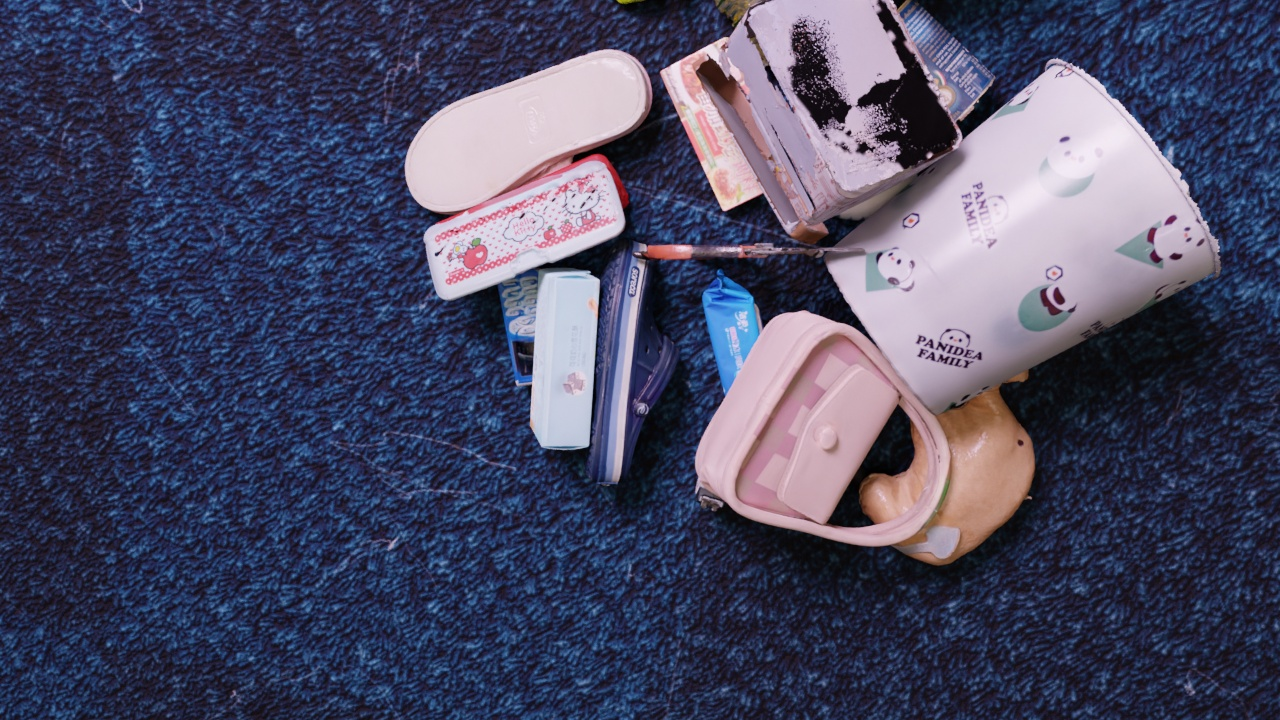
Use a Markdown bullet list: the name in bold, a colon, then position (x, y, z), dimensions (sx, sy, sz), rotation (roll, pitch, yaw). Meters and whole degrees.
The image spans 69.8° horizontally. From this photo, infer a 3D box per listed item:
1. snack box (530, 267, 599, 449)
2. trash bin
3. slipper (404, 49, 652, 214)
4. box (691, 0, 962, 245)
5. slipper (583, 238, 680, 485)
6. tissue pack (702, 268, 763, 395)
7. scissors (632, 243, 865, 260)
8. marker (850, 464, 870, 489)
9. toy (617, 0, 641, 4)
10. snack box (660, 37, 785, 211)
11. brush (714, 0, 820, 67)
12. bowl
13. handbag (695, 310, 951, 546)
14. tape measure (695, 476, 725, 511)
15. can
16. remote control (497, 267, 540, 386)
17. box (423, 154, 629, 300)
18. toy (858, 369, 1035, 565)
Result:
- **snack box**: position (-0.077, -0.004, 0.918), dimensions (0.051, 0.074, 0.175), rotation (1, 102, -16)
- **trash bin**: position (0.318, -0.094, 0.814), dimensions (0.252, 0.229, 0.229), rotation (-35, 95, 17)
- **slipper**: position (-0.114, -0.227, 0.922), dimensions (0.275, 0.054, 0.114), rotation (-21, 94, 17)
- **box**: position (0.141, -0.201, 0.806), dimensions (0.154, 0.185, 0.182), rotation (-26, 88, -15)
- **slipper**: position (-0.006, 0.005, 0.928), dimensions (0.095, 0.105, 0.253), rotation (5, 97, -15)
- **tissue pack**: position (0.101, -0.015, 0.917), dimensions (0.052, 0.095, 0.157), rotation (-14, 97, 8)
- **scissors**: position (0.095, -0.100, 0.849), dimensions (0.226, 0.188, 0.015), rotation (1, 97, 11)
- **marker**: position (0.191, 0.084, 0.961), dimensions (0.132, 0.020, 0.022), rotation (45, 119, -2)
- **toy**: position (0.003, -0.379, 0.877), dimensions (0.100, 0.031, 0.096), rotation (-36, 72, 29)
- **snack box**: position (0.085, -0.233, 0.910), dimensions (0.075, 0.025, 0.153), rotation (-24, 97, 12)
- **brush**: position (0.114, -0.350, 0.869), dimensions (0.073, 0.063, 0.145), rotation (-36, 96, -18)
- **bowl**: position (0.213, -0.192, 0.881), dimensions (0.116, 0.066, 0.116), rotation (1, 101, 7)
- **handbag**: position (0.186, 0.083, 0.855), dimensions (0.234, 0.093, 0.193), rotation (31, 92, -16)
- **tape measure**: position (0.081, 0.116, 0.958), dimensions (0.033, 0.065, 0.066), rotation (17, 104, -1)
- **can**: position (0.264, -0.271, 0.854), dimensions (0.111, 0.075, 0.075), rotation (43, 103, -2)
- **remote control**: position (-0.115, -0.034, 0.960), dimensions (0.049, 0.024, 0.125), rotation (-6, 104, 8)
- **box**: position (-0.108, -0.119, 0.906), dimensions (0.202, 0.095, 0.101), rotation (-21, 59, 11)
- **toy**: position (0.326, 0.101, 0.916), dimensions (0.143, 0.082, 0.226), rotation (32, 101, -9)
